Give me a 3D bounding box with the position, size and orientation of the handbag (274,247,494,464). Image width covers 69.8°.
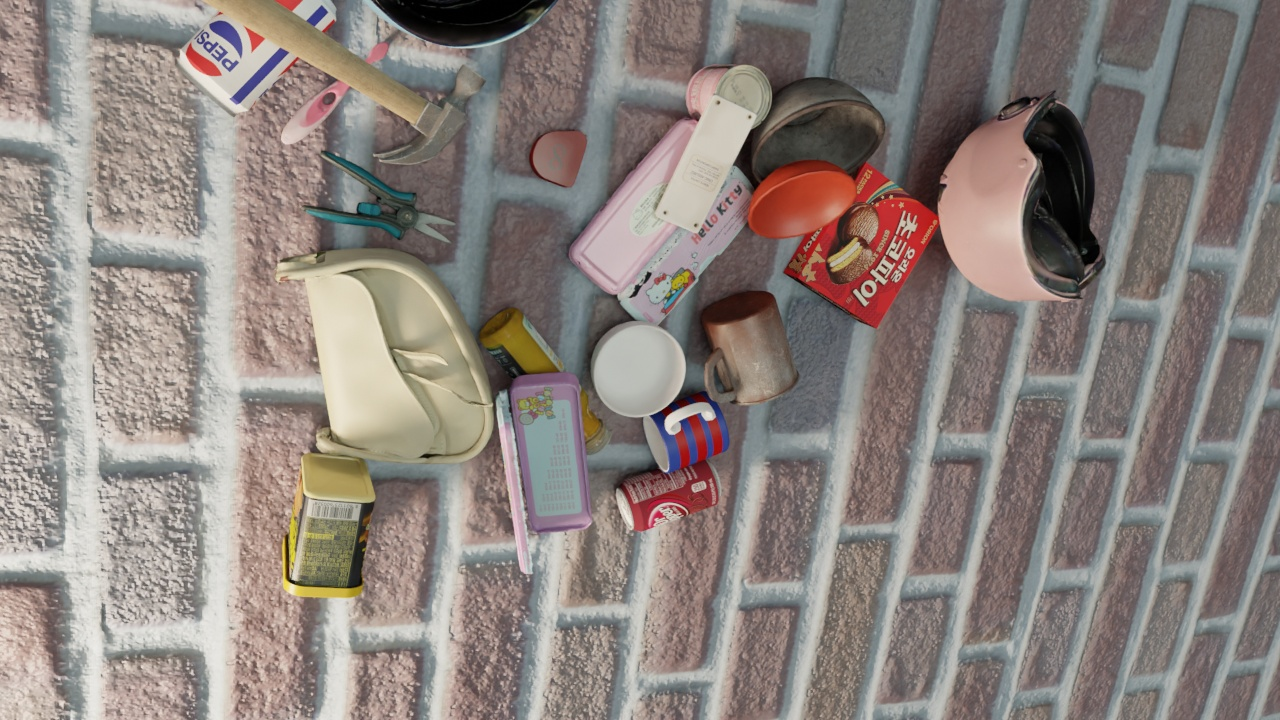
[{"bbox_3d":[-0.243,0.003,0.897,0.184,0.132,0.229,-10,107,-12],"label":"handbag"}]

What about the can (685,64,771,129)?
[{"bbox_3d":[0.091,-0.276,0.962,0.067,0.076,0.067,-6,108,-20],"label":"can"}]

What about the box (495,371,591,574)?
[{"bbox_3d":[-0.101,0.124,0.968,0.090,0.092,0.214,-4,125,-2],"label":"box"}]

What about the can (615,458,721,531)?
[{"bbox_3d":[0.033,0.156,1.078,0.114,0.063,0.063,-17,111,-16],"label":"can"}]

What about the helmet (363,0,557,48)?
[{"bbox_3d":[-0.168,-0.403,0.773,0.225,0.167,0.266,-4,109,-22],"label":"helmet"}]

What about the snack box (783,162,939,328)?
[{"bbox_3d":[0.265,-0.137,1.094,0.132,0.036,0.152,28,94,-26],"label":"snack box"}]

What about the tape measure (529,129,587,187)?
[{"bbox_3d":[-0.086,-0.213,0.945,0.051,0.019,0.059,18,92,-23],"label":"tape measure"}]

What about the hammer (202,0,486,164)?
[{"bbox_3d":[-0.280,-0.270,0.781,0.330,0.031,0.119,24,103,-50],"label":"hammer"}]

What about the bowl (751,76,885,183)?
[{"bbox_3d":[0.182,-0.253,0.989,0.144,0.145,0.067,-3,64,-20],"label":"bowl"}]

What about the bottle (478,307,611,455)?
[{"bbox_3d":[-0.099,0.027,0.995,0.053,0.053,0.186,-40,116,-6],"label":"bottle"}]

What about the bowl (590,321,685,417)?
[{"bbox_3d":[-0.006,0.006,1.019,0.104,0.054,0.105,-4,106,-13],"label":"bowl"}]

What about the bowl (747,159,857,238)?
[{"bbox_3d":[0.174,-0.182,1.009,0.121,0.122,0.035,-3,64,-20],"label":"bowl"}]

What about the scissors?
[{"bbox_3d":[-0.259,-0.153,0.897,0.150,0.019,0.121,-20,109,-20],"label":"scissors"}]

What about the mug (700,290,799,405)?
[{"bbox_3d":[0.113,-0.008,1.039,0.122,0.096,0.110,-35,111,-33],"label":"mug"}]

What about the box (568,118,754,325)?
[{"bbox_3d":[0.034,-0.143,0.993,0.155,0.059,0.201,40,90,-27],"label":"box"}]

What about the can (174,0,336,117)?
[{"bbox_3d":[-0.334,-0.282,0.800,0.132,0.070,0.070,-47,116,-2],"label":"can"}]

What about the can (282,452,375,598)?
[{"bbox_3d":[-0.309,0.160,0.912,0.072,0.131,0.101,9,100,-23],"label":"can"}]

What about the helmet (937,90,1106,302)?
[{"bbox_3d":[0.443,-0.182,1.075,0.230,0.153,0.254,50,54,-28],"label":"helmet"}]

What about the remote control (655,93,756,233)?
[{"bbox_3d":[0.066,-0.200,0.938,0.050,0.011,0.136,20,111,-18],"label":"remote control"}]

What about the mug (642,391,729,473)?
[{"bbox_3d":[0.054,0.074,1.040,0.076,0.112,0.075,-19,68,-15],"label":"mug"}]

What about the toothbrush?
[{"bbox_3d":[-0.286,-0.251,0.860,0.135,0.016,0.021,-44,115,-1],"label":"toothbrush"}]
